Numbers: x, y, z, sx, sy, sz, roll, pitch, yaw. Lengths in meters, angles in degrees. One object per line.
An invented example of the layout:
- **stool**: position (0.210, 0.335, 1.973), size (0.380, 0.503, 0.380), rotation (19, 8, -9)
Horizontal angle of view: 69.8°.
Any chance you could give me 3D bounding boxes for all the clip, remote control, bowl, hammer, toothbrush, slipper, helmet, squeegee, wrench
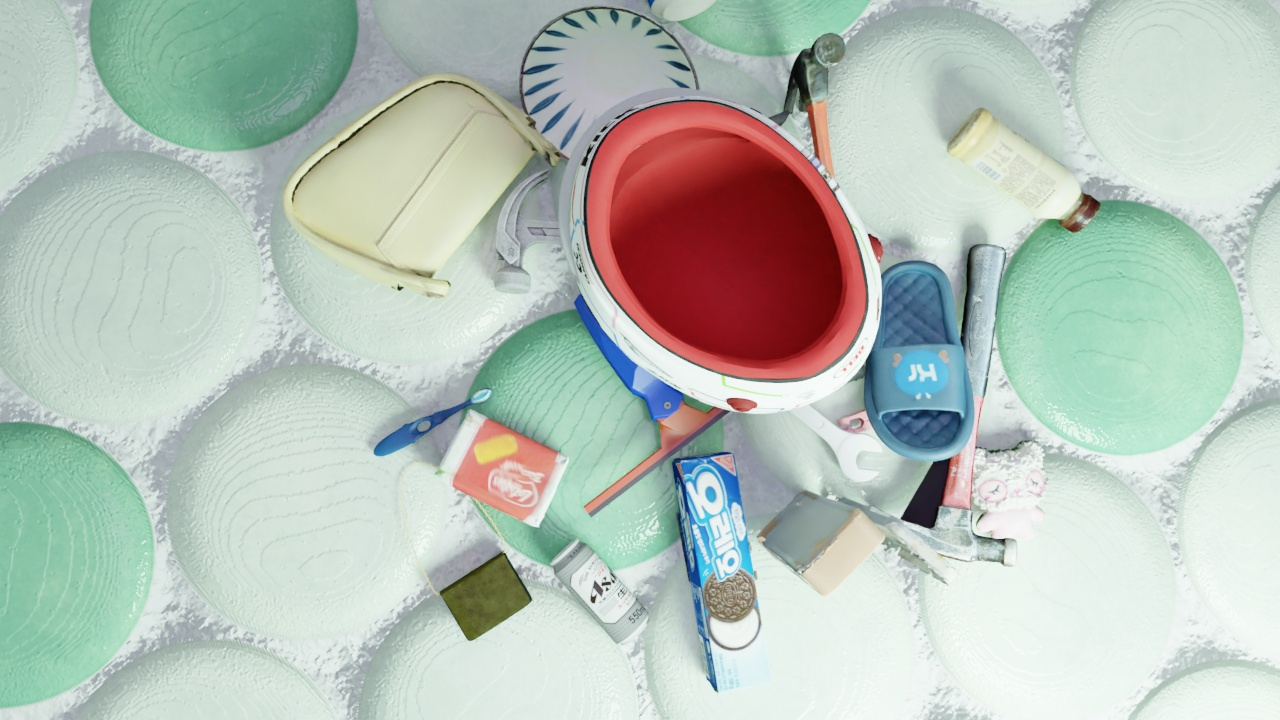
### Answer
- **clip**: position (0.233, 0.066, 0.943), size (0.058, 0.022, 0.037), rotation (-16, 90, 1)
- **remote control**: position (0.096, -0.229, 0.950), size (0.124, 0.039, 0.010), rotation (-24, 91, -6)
- **bowl**: position (-0.028, -0.280, 0.916), size (0.177, 0.178, 0.070), rotation (12, 44, -3)
- **hammer**: position (0.324, 0.036, 0.930), size (0.141, 0.036, 0.325), rotation (7, 77, 22)
- **toothbrush**: position (-0.207, 0.061, 0.916), size (0.132, 0.016, 0.021), rotation (-29, 84, -6)
- **slipper**: position (0.270, -0.004, 0.911), size (0.104, 0.059, 0.213), rotation (-7, 68, 20)
- **helmet**: position (0.064, -0.091, 0.805), size (0.314, 0.236, 0.231), rotation (40, 91, -15)
- **squeegee**: position (-0.005, 0.005, 0.916), size (0.249, 0.055, 0.185), rotation (-37, 77, -6)
- **wrench**: position (0.135, 0.027, 0.935), size (0.273, 0.009, 0.047), rotation (39, 100, 3)
- **hammer**: position (0.012, -0.124, 0.940), size (0.315, 0.036, 0.126), rotation (4, 82, -4)
- **hammer**: position (0.191, -0.141, 0.920), size (0.033, 0.133, 0.333), rotation (-9, 94, -6)

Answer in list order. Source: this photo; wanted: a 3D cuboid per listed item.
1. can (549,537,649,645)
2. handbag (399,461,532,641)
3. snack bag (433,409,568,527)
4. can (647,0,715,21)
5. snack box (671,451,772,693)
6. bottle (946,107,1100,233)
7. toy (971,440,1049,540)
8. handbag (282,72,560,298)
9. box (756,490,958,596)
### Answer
- **can**: position (-0.040, 0.226, 0.898), size (0.044, 0.044, 0.106), rotation (-42, 89, -6)
- **handbag**: position (-0.182, 0.181, 0.907), size (0.084, 0.027, 0.178), rotation (-32, 82, -8)
- **snack bag**: position (-0.136, 0.106, 0.904), size (0.116, 0.036, 0.077), rotation (26, 77, -1)
- **can**: position (0.027, -0.432, 0.943), size (0.079, 0.079, 0.146), rotation (-19, 86, -5)
- **snack box**: position (0.078, 0.205, 0.901), size (0.059, 0.059, 0.226), rotation (-8, 85, -8)
- **bottle**: position (0.401, -0.196, 0.959), size (0.162, 0.056, 0.056), rotation (36, 83, -1)
- **toy**: position (0.377, 0.137, 0.937), size (0.095, 0.041, 0.109), rotation (-7, 90, -5)
- **handbag**: position (-0.214, -0.177, 0.901), size (0.191, 0.088, 0.232), rotation (40, 87, -2)
- **box**: position (0.184, 0.173, 0.832), size (0.105, 0.216, 0.096), rotation (-38, 89, -4)
